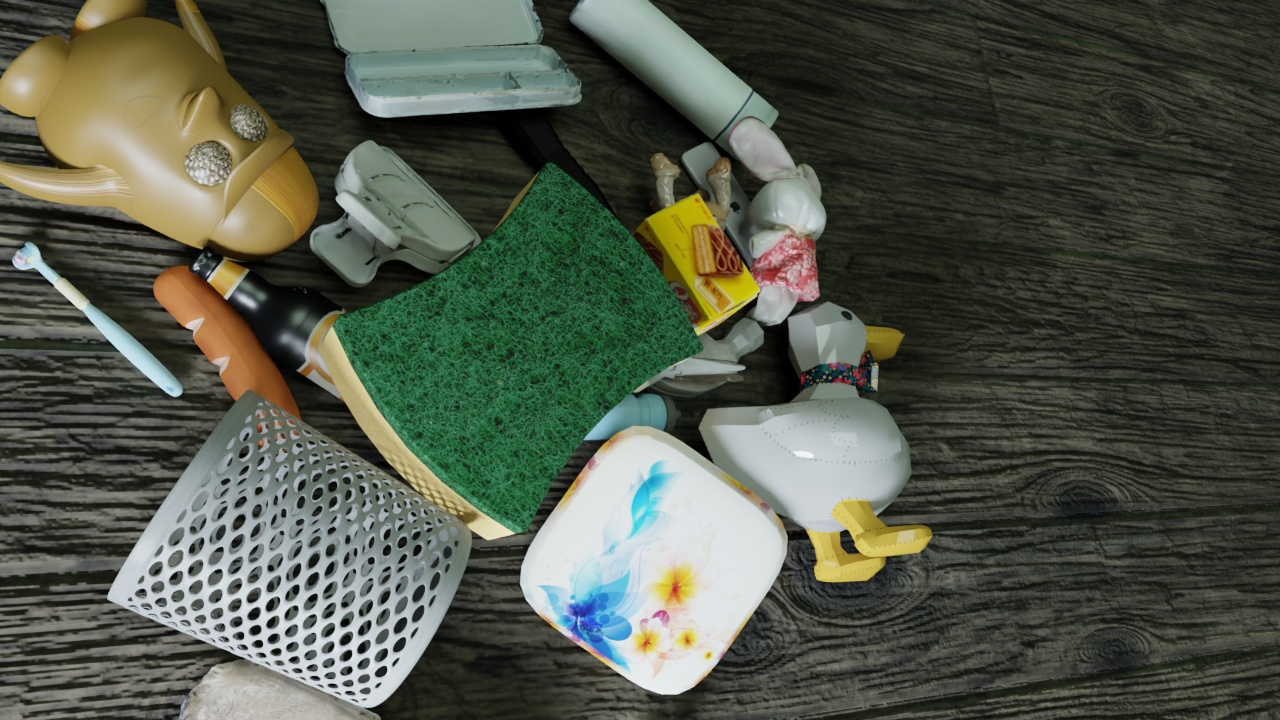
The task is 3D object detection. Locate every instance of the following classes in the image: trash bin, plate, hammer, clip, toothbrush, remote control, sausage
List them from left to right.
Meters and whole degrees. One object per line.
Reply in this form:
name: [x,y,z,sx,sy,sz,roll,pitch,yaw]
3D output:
toothbrush: [-0.401,-0.028,0.681,0.155,0.016,0.022,44,93,-6]
sausage: [-0.311,-0.002,0.701,0.044,0.039,0.164,-34,90,-19]
trash bin: [-0.230,0.134,0.631,0.183,0.157,0.156,33,63,-15]
clip: [-0.205,-0.122,0.764,0.124,0.075,0.143,42,30,-4]
hammer: [-0.022,-0.107,0.870,0.130,0.039,0.328,-37,90,-28]
plate: [0.013,0.167,0.758,0.187,0.016,0.187,36,87,-3]
remote control: [0.096,-0.160,0.956,0.045,0.008,0.146,-33,90,-29]

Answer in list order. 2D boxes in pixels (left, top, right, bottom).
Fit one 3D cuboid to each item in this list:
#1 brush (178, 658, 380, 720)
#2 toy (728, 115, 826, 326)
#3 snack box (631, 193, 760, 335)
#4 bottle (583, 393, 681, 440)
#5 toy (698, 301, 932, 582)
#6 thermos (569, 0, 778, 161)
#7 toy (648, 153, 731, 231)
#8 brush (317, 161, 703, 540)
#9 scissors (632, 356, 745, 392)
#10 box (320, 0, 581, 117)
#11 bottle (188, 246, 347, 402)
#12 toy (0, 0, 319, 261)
brush: [-0.193,0.297,0.648,0.271,0.057,0.083,33,67,-11]
toy: [0.141,-0.129,0.915,0.159,0.084,0.194,18,72,-48]
snack box: [0.040,-0.078,0.818,0.061,0.084,0.105,-30,86,-27]
bottle: [-0.023,0.050,0.816,0.130,0.040,0.040,0,74,-25]
toy: [0.167,0.064,0.849,0.246,0.141,0.267,-2,62,-24]
thermos: [0.036,-0.301,0.942,0.230,0.068,0.067,38,62,-9]
toy: [0.050,-0.144,0.886,0.085,0.074,0.105,6,53,-27]
brush: [-0.093,-0.009,0.711,0.195,0.075,0.249,50,59,-8]
scissors: [-0.008,-0.003,0.818,0.187,0.015,0.146,-29,85,-7]
box: [-0.177,-0.293,0.852,0.209,0.061,0.192,-14,58,-29]
bottle: [-0.258,-0.024,0.704,0.181,0.059,0.059,38,61,-21]
toy: [-0.336,-0.159,0.681,0.203,0.163,0.198,41,61,-20]
